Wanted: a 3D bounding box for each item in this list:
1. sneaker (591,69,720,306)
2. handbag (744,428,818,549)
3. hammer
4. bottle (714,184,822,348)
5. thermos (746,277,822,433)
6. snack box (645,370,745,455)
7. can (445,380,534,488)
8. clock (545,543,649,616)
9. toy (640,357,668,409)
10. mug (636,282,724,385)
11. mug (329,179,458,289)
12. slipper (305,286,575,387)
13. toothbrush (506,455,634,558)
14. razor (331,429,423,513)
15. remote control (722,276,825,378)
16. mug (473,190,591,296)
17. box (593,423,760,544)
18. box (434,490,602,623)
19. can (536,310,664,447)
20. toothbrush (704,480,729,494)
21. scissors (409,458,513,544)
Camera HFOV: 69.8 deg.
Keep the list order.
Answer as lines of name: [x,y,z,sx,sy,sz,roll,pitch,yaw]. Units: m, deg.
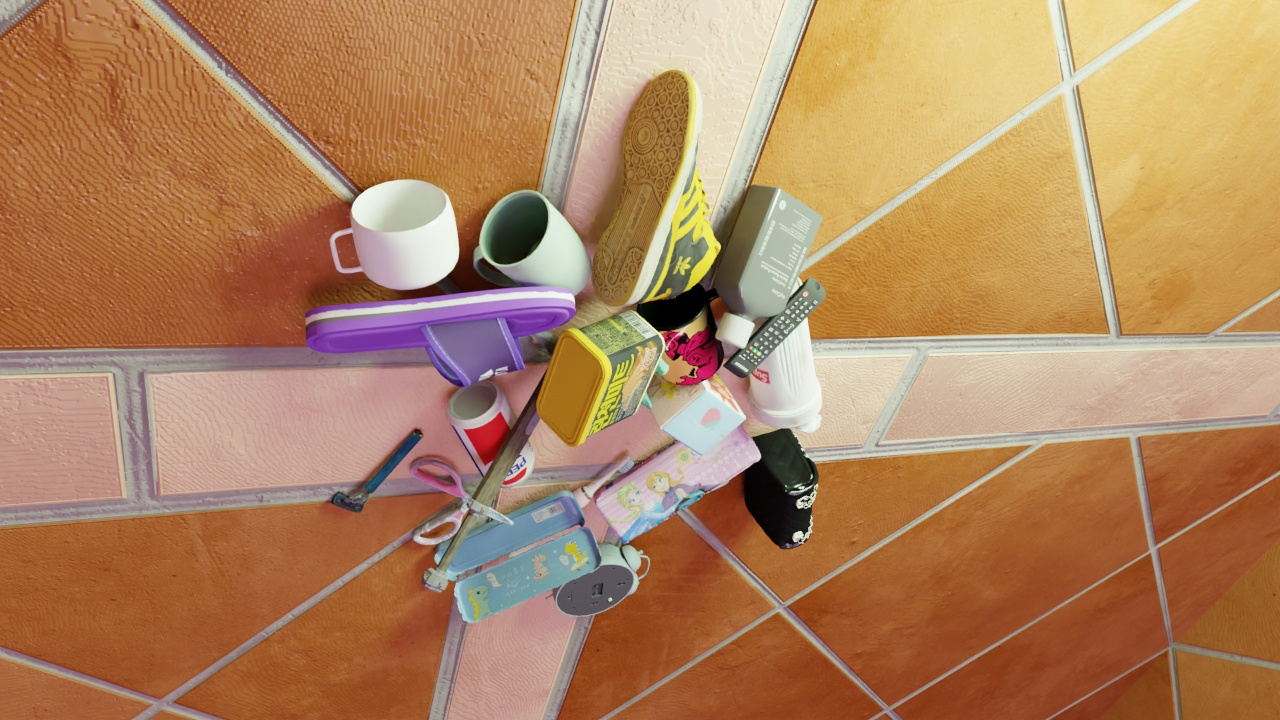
sneaker: [0.036,-0.167,0.940,0.121,0.086,0.239,-4,120,-48]
handbag: [0.220,0.183,1.317,0.114,0.125,0.154,-13,134,-15]
hammer: [-0.159,0.116,1.032,0.147,0.028,0.316,39,78,-49]
bottle: [0.132,-0.099,1.023,0.083,0.046,0.174,22,90,-38]
thermos: [0.175,-0.006,1.156,0.099,0.099,0.221,-20,130,-8]
snack box: [0.062,0.048,1.140,0.080,0.094,0.093,-41,134,14]
can: [-0.175,0.088,1.082,0.070,0.070,0.132,-23,136,-5]
clock: [-0.061,0.324,1.370,0.159,0.045,0.123,-10,133,-18]
toy: [-0.006,0.006,1.082,0.033,0.085,0.105,-37,162,-27]
mug: [0.064,-0.041,1.069,0.118,0.081,0.098,-26,136,-3]
mug: [-0.229,-0.113,0.853,0.115,0.094,0.068,-19,137,-20]
slipper: [-0.197,-0.011,0.925,0.266,0.084,0.107,-5,167,-8]
toothbrush: [-0.097,0.200,1.252,0.223,0.027,0.026,-39,109,12]
razor: [-0.309,0.134,1.096,0.144,0.022,0.042,-43,135,15]
remote control: [0.155,-0.036,1.064,0.033,0.015,0.147,33,109,-31]
mug: [-0.114,-0.106,0.934,0.111,0.084,0.104,-16,153,20]
box: [0.048,0.154,1.273,0.230,0.070,0.084,-34,104,7]
box: [-0.164,0.263,1.236,0.209,0.043,0.125,-24,97,4]
can: [-0.043,0.018,1.009,0.100,0.072,0.131,-23,147,-43]
toothbrush: [0.058,0.203,1.337,0.154,0.015,0.022,-23,101,-4]
scissors: [-0.238,0.183,1.168,0.177,0.013,0.170,-40,127,21]
